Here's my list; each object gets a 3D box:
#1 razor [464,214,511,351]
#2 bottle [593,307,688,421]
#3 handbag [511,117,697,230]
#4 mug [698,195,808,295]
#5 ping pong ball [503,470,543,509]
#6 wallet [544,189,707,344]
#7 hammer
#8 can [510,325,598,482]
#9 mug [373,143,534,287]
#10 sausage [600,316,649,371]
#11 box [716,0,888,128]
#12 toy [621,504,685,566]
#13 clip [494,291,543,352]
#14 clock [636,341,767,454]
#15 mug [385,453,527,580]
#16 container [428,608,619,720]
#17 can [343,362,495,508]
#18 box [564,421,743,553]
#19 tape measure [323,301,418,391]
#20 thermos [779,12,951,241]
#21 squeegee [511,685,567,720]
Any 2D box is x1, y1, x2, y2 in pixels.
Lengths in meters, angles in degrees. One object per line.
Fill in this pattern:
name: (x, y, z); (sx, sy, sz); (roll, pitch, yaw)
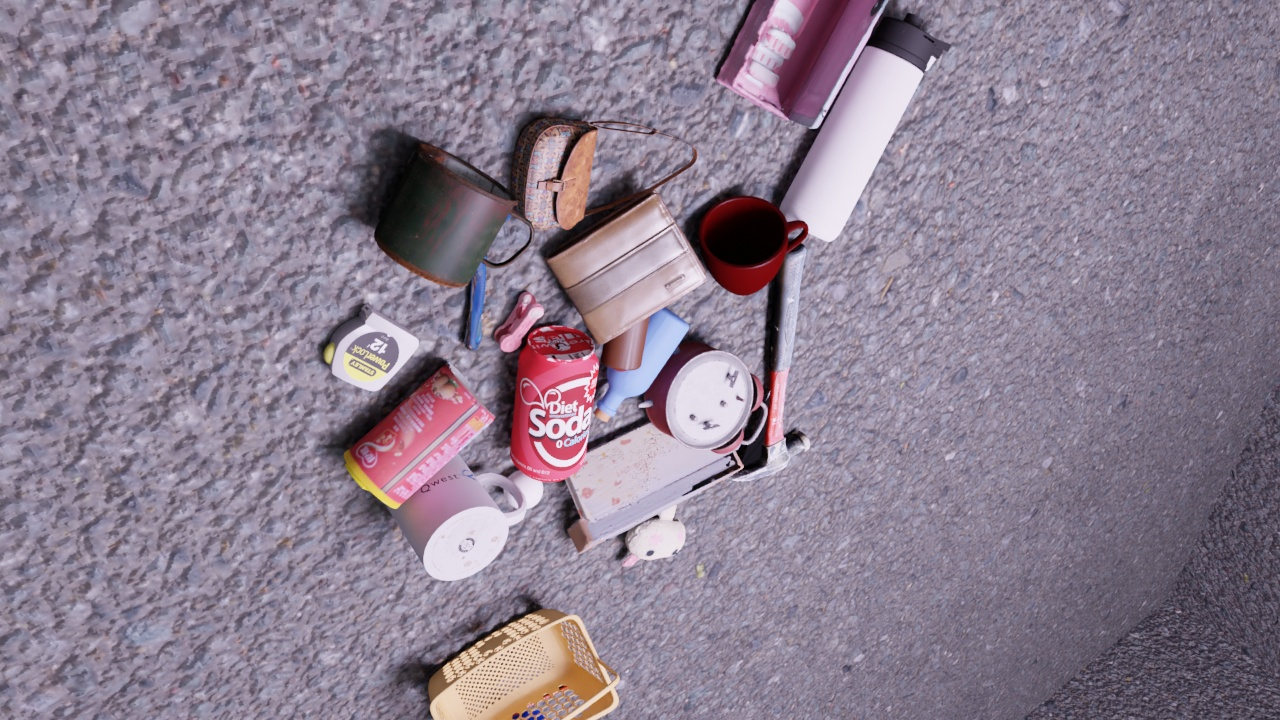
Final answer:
razor: (-0.138, -0.069, 0.790); (0.043, 0.018, 0.141); (-51, 160, -60)
bottle: (-0.006, 0.005, 0.935); (0.048, 0.048, 0.131); (25, 103, -47)
handbag: (-0.020, -0.166, 0.805); (0.195, 0.043, 0.094); (-14, 130, -37)
mug: (0.116, -0.109, 0.925); (0.114, 0.087, 0.088); (-20, 152, -4)
ping pong ball: (-0.120, 0.132, 0.940); (0.040, 0.040, 0.040); (-22, 132, -27)
wallet: (-0.012, -0.084, 0.834); (0.121, 0.027, 0.099); (-31, 111, 3)
hammer: (0.157, 0.011, 1.087); (0.140, 0.036, 0.327); (-23, 132, -27)
can: (-0.083, 0.044, 0.878); (0.074, 0.074, 0.143); (-13, 128, -33)
mug: (-0.139, -0.103, 0.707); (0.111, 0.085, 0.081); (27, 104, -23)
sausage: (-0.007, -0.063, 0.875); (0.040, 0.040, 0.156); (-4, 111, -38)
box: (0.177, -0.321, 0.799); (0.099, 0.107, 0.233); (14, 110, -44)
toy: (0.020, 0.211, 1.116); (0.087, 0.050, 0.112); (12, 117, -44)
clip: (-0.113, -0.038, 0.837); (0.060, 0.044, 0.023); (-36, 142, 30)
clock: (0.081, 0.047, 0.997); (0.156, 0.062, 0.110); (27, 89, -32)
mug: (-0.167, 0.137, 0.862); (0.119, 0.096, 0.083); (-11, 127, -34)
container: (-0.127, 0.367, 0.999); (0.183, 0.167, 0.129); (-27, 102, -21)
can: (-0.194, 0.067, 0.809); (0.124, 0.067, 0.067); (-42, 138, -6)
box: (0.010, 0.126, 1.047); (0.216, 0.095, 0.115); (-22, 163, -26)
tape measure: (-0.225, -0.010, 0.763); (0.065, 0.017, 0.064); (-50, 138, 3)
thermos: (0.231, -0.235, 0.941); (0.101, 0.068, 0.230); (6, 115, -52)
squeegee: (-0.125, 0.445, 1.081); (0.248, 0.185, 0.055); (-15, 89, -31)
